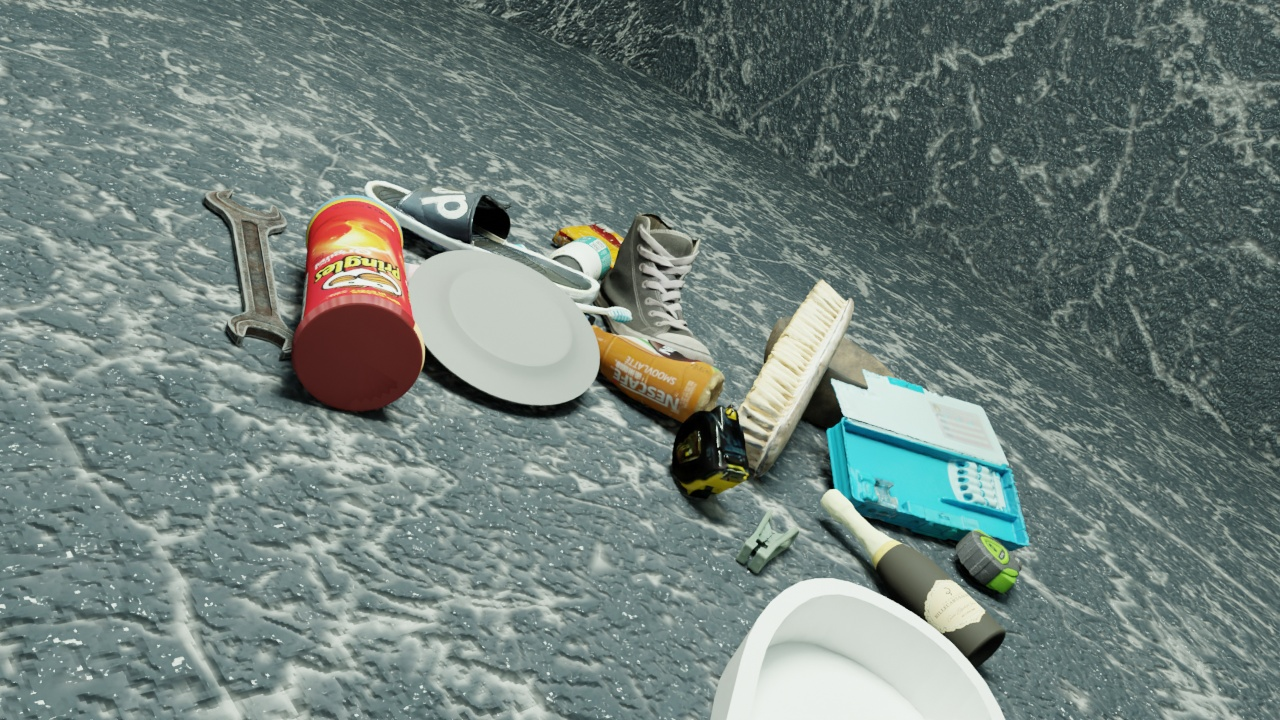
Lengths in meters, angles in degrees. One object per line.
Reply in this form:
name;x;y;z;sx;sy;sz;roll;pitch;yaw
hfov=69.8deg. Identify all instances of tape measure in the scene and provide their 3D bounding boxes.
tape measure;0.327;0.191;0.869;0.058;0.036;0.065;46;23;19
tape measure;0.057;0.076;0.759;0.042;0.073;0.071;11;55;-26

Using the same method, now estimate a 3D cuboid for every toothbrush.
toothbrush;-0.115;-0.060;0.867;0.222;0.027;0.026;9;30;-15

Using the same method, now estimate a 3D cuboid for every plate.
plate;-0.112;-0.035;0.789;0.178;0.012;0.178;22;39;-19

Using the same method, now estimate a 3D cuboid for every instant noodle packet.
instant noodle packet;-0.038;-0.132;1.164;0.135;0.040;0.098;37;23;19

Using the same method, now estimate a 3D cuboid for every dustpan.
dustpan;0.138;0.229;0.530;0.191;0.053;0.257;28;21;2

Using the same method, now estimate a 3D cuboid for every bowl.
bowl;0.215;0.020;1.074;0.162;0.070;0.162;24;22;-10

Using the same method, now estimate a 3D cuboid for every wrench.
wrench;-0.315;-0.078;0.749;0.070;0.010;0.273;13;26;-34

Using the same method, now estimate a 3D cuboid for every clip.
clip;0.100;0.143;0.725;0.037;0.023;0.075;35;24;16

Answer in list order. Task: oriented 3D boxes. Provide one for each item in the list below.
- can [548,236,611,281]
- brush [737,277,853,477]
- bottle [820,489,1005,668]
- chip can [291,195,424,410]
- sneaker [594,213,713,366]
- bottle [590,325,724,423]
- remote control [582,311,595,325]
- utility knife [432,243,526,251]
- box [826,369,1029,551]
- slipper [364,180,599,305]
can;-0.071;-0.108;1.047;0.055;0.055;0.101;29;22;4
brush;0.151;0.011;0.907;0.056;0.083;0.270;29;44;9
bottle;0.216;0.172;0.762;0.045;0.045;0.184;7;30;-43
chip can;-0.218;-0.053;0.704;0.087;0.087;0.213;17;23;-26
sneaker;0.028;-0.071;0.975;0.095;0.120;0.234;19;19;-23
bottle;-0.005;0.005;0.867;0.167;0.059;0.059;25;20;17
remote control;-0.119;-0.060;0.930;0.150;0.022;0.047;25;22;-2
utility knife;-0.173;-0.118;1.006;0.140;0.015;0.022;-7;60;-53
box;0.290;0.092;0.944;0.226;0.039;0.181;17;51;-22
slipper;-0.157;-0.137;0.954;0.264;0.063;0.111;30;18;6
